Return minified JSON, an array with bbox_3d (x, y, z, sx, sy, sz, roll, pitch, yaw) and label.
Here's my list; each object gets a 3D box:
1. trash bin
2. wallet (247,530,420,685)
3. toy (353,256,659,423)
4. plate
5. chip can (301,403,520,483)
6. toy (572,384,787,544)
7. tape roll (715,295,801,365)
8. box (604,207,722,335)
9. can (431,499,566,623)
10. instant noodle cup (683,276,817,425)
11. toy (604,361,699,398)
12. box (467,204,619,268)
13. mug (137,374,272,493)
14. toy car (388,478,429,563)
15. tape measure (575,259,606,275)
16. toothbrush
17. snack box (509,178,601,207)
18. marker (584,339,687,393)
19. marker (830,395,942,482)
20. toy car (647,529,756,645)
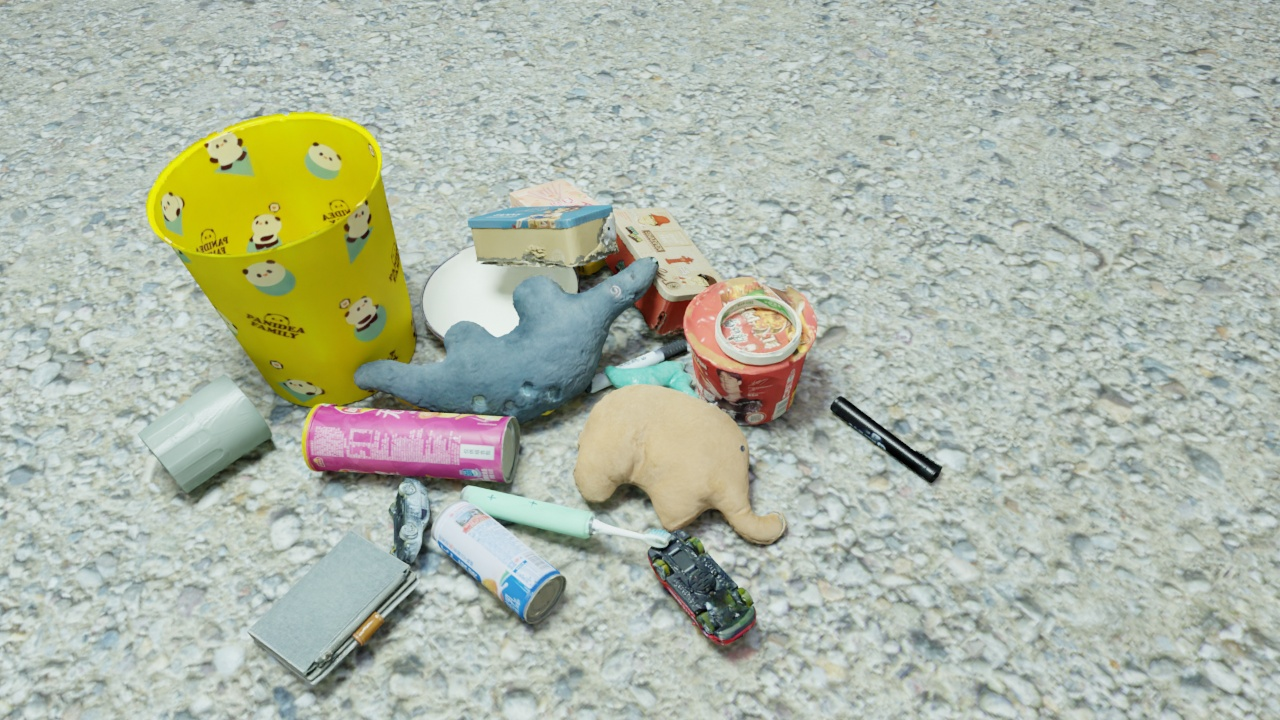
[{"bbox_3d":[-0.364,-0.098,0.999,0.229,0.256,0.229,-2,49,2],"label":"trash bin"},{"bbox_3d":[-0.281,0.229,0.850,0.107,0.037,0.129,19,51,34],"label":"wallet"},{"bbox_3d":[-0.126,-0.007,0.995,0.356,0.091,0.138,-25,76,-5],"label":"toy"},{"bbox_3d":[-0.167,-0.072,1.108,0.192,0.039,0.192,-2,48,2],"label":"plate"},{"bbox_3d":[-0.235,0.087,0.951,0.210,0.071,0.071,3,49,6],"label":"chip can"},{"bbox_3d":[0.045,0.101,0.915,0.226,0.082,0.143,18,76,16],"label":"toy"},{"bbox_3d":[0.118,-0.031,0.921,0.086,0.014,0.085,-2,49,2],"label":"tape roll"},{"bbox_3d":[0.023,-0.104,1.102,0.091,0.077,0.168,-8,47,-29],"label":"box"},{"bbox_3d":[-0.135,0.187,0.864,0.134,0.053,0.053,32,57,28],"label":"can"},{"bbox_3d":[0.114,-0.003,0.980,0.138,0.109,0.137,-2,48,2],"label":"instant noodle cup"},{"bbox_3d":[0.019,0.024,1.004,0.091,0.030,0.096,-14,38,-28],"label":"toy"},{"bbox_3d":[-0.117,-0.144,1.059,0.185,0.059,0.089,8,23,35],"label":"box"},{"bbox_3d":[-0.470,0.075,0.981,0.103,0.084,0.124,-40,31,-27],"label":"mug"},{"bbox_3d":[-0.228,0.159,0.906,0.034,0.043,0.090,17,36,-27],"label":"toy car"},{"bbox_3d":[-0.070,-0.128,1.158,0.057,0.029,0.059,20,39,24],"label":"tape measure"},{"bbox_3d":[-0.077,0.153,0.886,0.225,0.026,0.027,8,29,23],"label":"toothbrush"},{"bbox_3d":[-0.096,-0.190,1.194,0.084,0.026,0.157,-22,41,-28],"label":"snack box"},{"bbox_3d":[-0.006,0.006,1.042,0.130,0.018,0.022,-23,25,-16],"label":"marker"},{"bbox_3d":[0.254,0.080,0.955,0.022,0.020,0.132,-36,56,-23],"label":"marker"},{"bbox_3d":[0.056,0.208,0.837,0.052,0.045,0.120,-29,47,-19],"label":"toy car"}]
